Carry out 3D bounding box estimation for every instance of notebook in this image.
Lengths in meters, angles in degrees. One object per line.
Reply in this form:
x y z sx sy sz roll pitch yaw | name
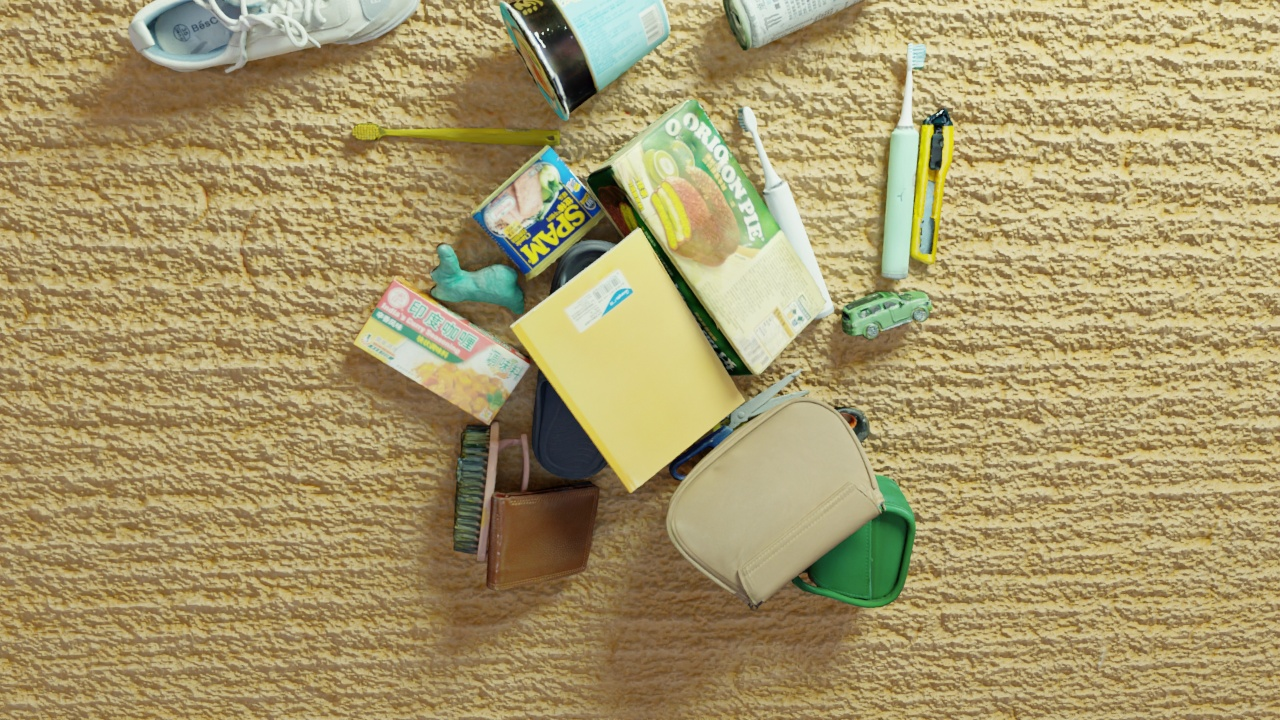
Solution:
-0.005 0.005 0.834 0.145 0.010 0.206 -38 117 -9 | notebook

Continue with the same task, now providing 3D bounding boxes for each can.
0.151 -0.333 0.821 0.147 0.058 0.058 -24 108 2 | can
-0.096 -0.138 0.859 0.102 0.057 0.083 -40 105 7 | can

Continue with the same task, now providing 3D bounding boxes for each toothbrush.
-0.170 -0.209 0.851 0.190 0.016 0.016 1 107 -6 | toothbrush
0.255 -0.190 0.892 0.027 0.026 0.225 4 107 16 | toothbrush
0.140 -0.142 0.895 0.026 0.026 0.221 -32 109 -22 | toothbrush

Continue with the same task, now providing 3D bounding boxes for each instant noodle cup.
-0.044 -0.289 0.799 0.120 0.111 0.111 -32 107 -4 | instant noodle cup

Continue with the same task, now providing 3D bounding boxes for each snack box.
-0.194 -0.009 0.904 0.155 0.027 0.077 33 100 -14 | snack box
0.065 -0.109 0.857 0.114 0.063 0.240 -44 108 -21 | snack box

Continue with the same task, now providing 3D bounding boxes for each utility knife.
0.289 -0.170 0.907 0.033 0.015 0.154 0 107 -3 | utility knife

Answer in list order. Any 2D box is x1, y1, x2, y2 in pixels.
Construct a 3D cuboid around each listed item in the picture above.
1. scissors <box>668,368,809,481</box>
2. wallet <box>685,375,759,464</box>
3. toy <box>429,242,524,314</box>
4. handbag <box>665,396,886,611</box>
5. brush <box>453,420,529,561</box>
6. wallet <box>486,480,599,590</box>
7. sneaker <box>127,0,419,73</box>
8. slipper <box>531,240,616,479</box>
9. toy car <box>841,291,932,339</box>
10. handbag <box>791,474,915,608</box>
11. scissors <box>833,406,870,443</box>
0.095 0.068 0.934 0.171 0.012 0.140 3 106 -13 | scissors
0.071 0.055 0.948 0.090 0.033 0.115 -35 110 5 | wallet
-0.160 -0.076 0.876 0.092 0.030 0.097 0 142 4 | toy
0.128 0.135 0.898 0.204 0.100 0.147 -37 81 0 | handbag
-0.153 0.139 0.935 0.073 0.063 0.146 5 107 -10 | brush
-0.101 0.176 0.939 0.124 0.032 0.101 -2 109 -39 | wallet
-0.308 -0.300 0.772 0.242 0.090 0.089 -15 109 -2 | sneaker
-0.046 0.019 0.872 0.110 0.083 0.269 11 120 -5 | slipper
0.248 -0.049 0.925 0.091 0.043 0.036 -15 107 -1 | toy car
0.224 0.187 0.969 0.120 0.067 0.131 6 112 2 | handbag
0.178 0.147 0.990 0.234 0.021 0.221 23 103 -12 | scissors
